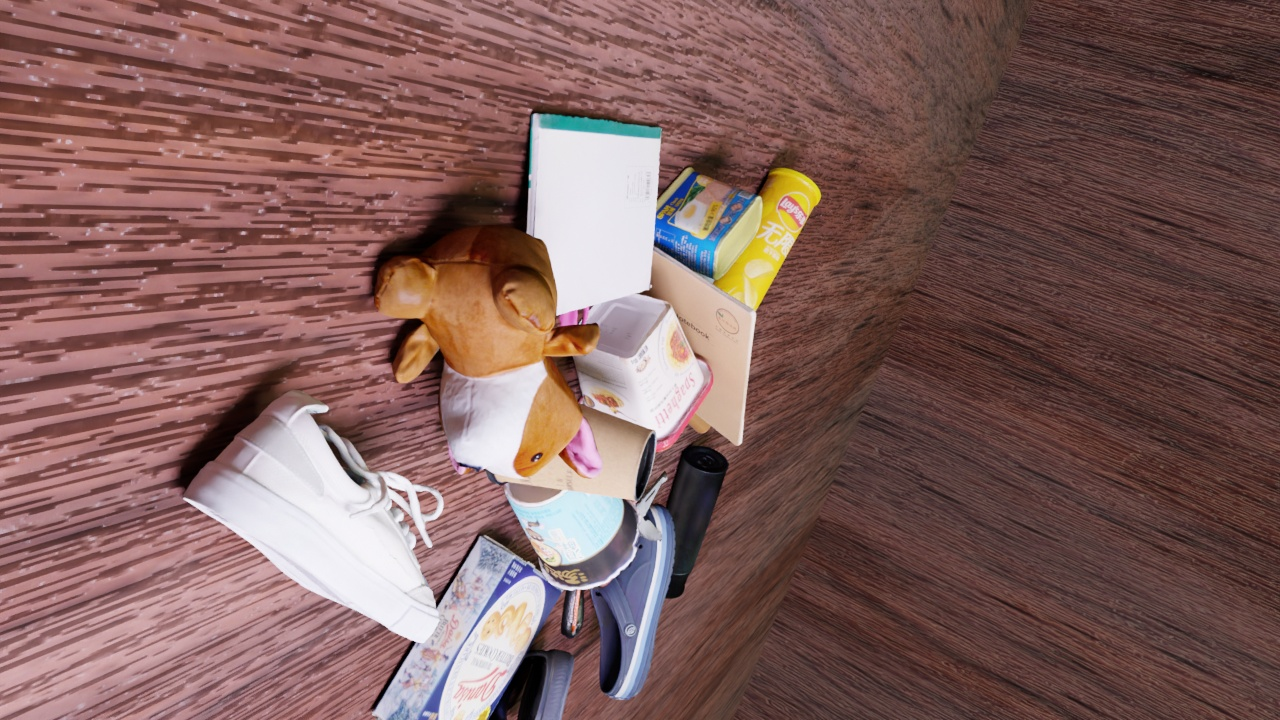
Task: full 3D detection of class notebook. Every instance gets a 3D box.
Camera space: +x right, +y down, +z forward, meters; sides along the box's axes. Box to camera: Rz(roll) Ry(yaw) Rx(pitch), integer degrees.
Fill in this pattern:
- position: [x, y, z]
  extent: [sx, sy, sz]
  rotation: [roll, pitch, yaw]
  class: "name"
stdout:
- position: [-0.033, -0.119, 0.749]
  extent: [0.208, 0.012, 0.150]
  rotation: [-22, 119, -62]
  class: "notebook"
- position: [0.051, -0.014, 0.927]
  extent: [0.008, 0.148, 0.208]
  rotation: [-39, 150, -26]
  class: "notebook"

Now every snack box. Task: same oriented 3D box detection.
- position: [-0.158, 0.276, 0.889]
  extent: [0.182, 0.046, 0.178]
  rotation: [-60, 160, -15]
  class: "snack box"

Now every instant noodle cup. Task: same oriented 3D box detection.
- position: [-0.070, 0.137, 0.857]
  extent: [0.111, 0.111, 0.120]
  rotation: [-54, 138, -26]
  class: "instant noodle cup"
- position: [-0.005, 0.005, 0.878]
  extent: [0.116, 0.117, 0.124]
  rotation: [-53, 144, -30]
  class: "instant noodle cup"

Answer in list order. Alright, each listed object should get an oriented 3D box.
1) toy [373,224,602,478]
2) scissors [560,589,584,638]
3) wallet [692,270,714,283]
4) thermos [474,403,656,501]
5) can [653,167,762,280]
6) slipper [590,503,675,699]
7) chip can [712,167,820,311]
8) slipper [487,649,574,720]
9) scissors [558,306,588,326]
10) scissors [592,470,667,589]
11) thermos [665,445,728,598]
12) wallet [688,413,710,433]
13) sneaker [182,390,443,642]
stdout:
- position: [-0.096, 0.012, 0.622]
  extent: [0.200, 0.140, 0.130]
  rotation: [86, 18, -44]
  class: "toy"
- position: [-0.058, 0.203, 1.028]
  extent: [0.221, 0.022, 0.231]
  rotation: [68, 32, -74]
  class: "scissors"
- position: [0.050, -0.083, 0.984]
  extent: [0.106, 0.037, 0.130]
  rotation: [-47, 168, -37]
  class: "wallet"
- position: [-0.063, 0.072, 0.769]
  extent: [0.093, 0.143, 0.093]
  rotation: [15, 89, -77]
  class: "thermos"
- position: [0.061, -0.134, 0.902]
  extent: [0.101, 0.083, 0.057]
  rotation: [-51, 155, -32]
  class: "can"
- position: [-0.024, 0.306, 1.190]
  extent: [0.105, 0.095, 0.252]
  rotation: [-5, -107, 66]
  class: "slipper"
- position: [0.140, -0.130, 1.115]
  extent: [0.213, 0.072, 0.072]
  rotation: [-59, 159, -13]
  class: "chip can"
- position: [-0.129, 0.362, 1.004]
  extent: [0.269, 0.083, 0.110]
  rotation: [119, -15, -65]
  class: "slipper"
- position: [-0.060, -0.083, 0.742]
  extent: [0.134, 0.017, 0.133]
  rotation: [-18, 117, -56]
  class: "scissors"
- position: [-0.014, 0.185, 1.059]
  extent: [0.223, 0.015, 0.188]
  rotation: [59, 42, -51]
  class: "scissors"
- position: [0.062, 0.248, 1.351]
  extent: [0.089, 0.068, 0.243]
  rotation: [-38, 147, -58]
  class: "thermos"
- position: [0.091, 0.039, 1.244]
  extent: [0.107, 0.031, 0.132]
  rotation: [-60, 160, -5]
  class: "wallet"
- position: [-0.185, 0.104, 0.589]
  extent: [0.090, 0.089, 0.242]
  rotation: [-60, 153, -25]
  class: "sneaker"
